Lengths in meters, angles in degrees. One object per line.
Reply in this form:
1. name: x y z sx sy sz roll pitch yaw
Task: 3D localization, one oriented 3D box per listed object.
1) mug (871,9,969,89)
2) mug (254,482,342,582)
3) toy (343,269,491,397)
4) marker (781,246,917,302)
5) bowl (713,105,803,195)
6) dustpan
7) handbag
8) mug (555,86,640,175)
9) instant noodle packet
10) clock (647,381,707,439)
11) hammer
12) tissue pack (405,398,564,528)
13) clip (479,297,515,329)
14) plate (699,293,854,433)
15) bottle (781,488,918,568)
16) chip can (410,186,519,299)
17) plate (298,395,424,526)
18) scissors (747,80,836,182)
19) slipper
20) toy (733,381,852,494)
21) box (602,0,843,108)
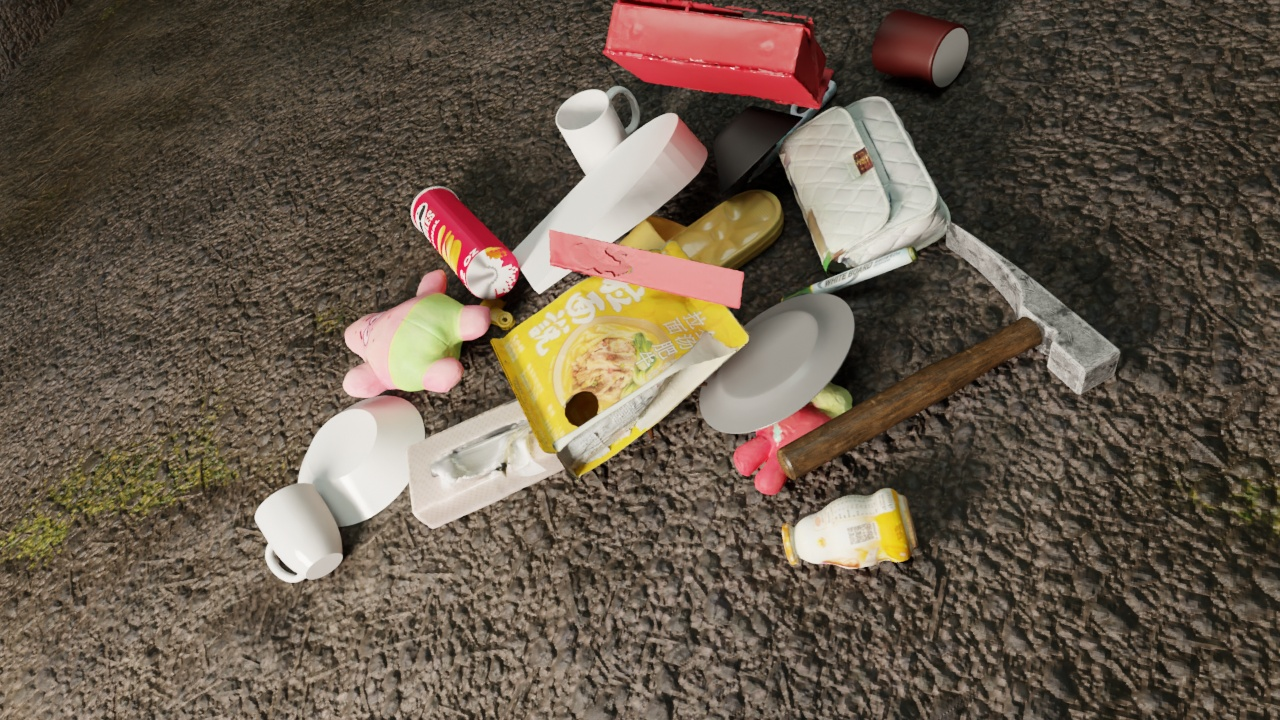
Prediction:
1. mug: 0.338 -0.368 1.076 0.105 0.073 0.082 -25 42 -32
2. mug: -0.378 0.204 1.011 0.089 0.071 0.107 48 114 24
3. toy: -0.288 -0.027 1.112 0.237 0.097 0.191 6 56 41
4. marker: 0.211 -0.084 0.937 0.147 0.017 0.017 -21 49 30
5. bowl: 0.120 -0.250 1.042 0.124 0.124 0.052 -44 94 -9
6. dustpan: -0.034 -0.183 1.097 0.258 0.053 0.191 -45 24 3
7. handbag: 0.234 -0.191 0.981 0.139 0.072 0.194 -26 53 16
8. mug: -0.045 -0.304 1.191 0.110 0.090 0.074 -47 51 -11
9. instant noodle packet: -0.021 -0.012 0.912 0.221 0.084 0.163 -35 52 3
10. clock: -0.006 0.006 0.972 0.104 0.056 0.148 -45 48 1
11. hammer: 0.240 0.000 0.844 0.300 0.037 0.217 -27 49 -7
12. tissue pack: -0.164 0.102 0.978 0.181 0.071 0.103 -22 49 5
13. clip: -0.178 -0.055 1.124 0.054 0.046 0.048 -56 20 -19
14. plate: 0.128 -0.003 0.899 0.179 0.012 0.178 -33 29 21
15. bottle: 0.177 0.147 0.782 0.109 0.063 0.063 -14 52 16
16. chip can: -0.226 -0.152 1.162 0.069 0.069 0.220 -40 41 -5
17. plate: -0.338 0.106 1.074 0.174 0.036 0.173 -13 53 17
18. scissors: 0.196 -0.279 1.111 0.171 0.013 0.175 8 64 32
19. slipper: 0.039 -0.121 1.031 0.263 0.078 0.099 -30 50 0
20. toy: 0.146 0.067 0.865 0.092 0.045 0.135 31 69 31
21. box: 0.127 -0.416 1.012 0.213 0.148 0.373 15 63 20
